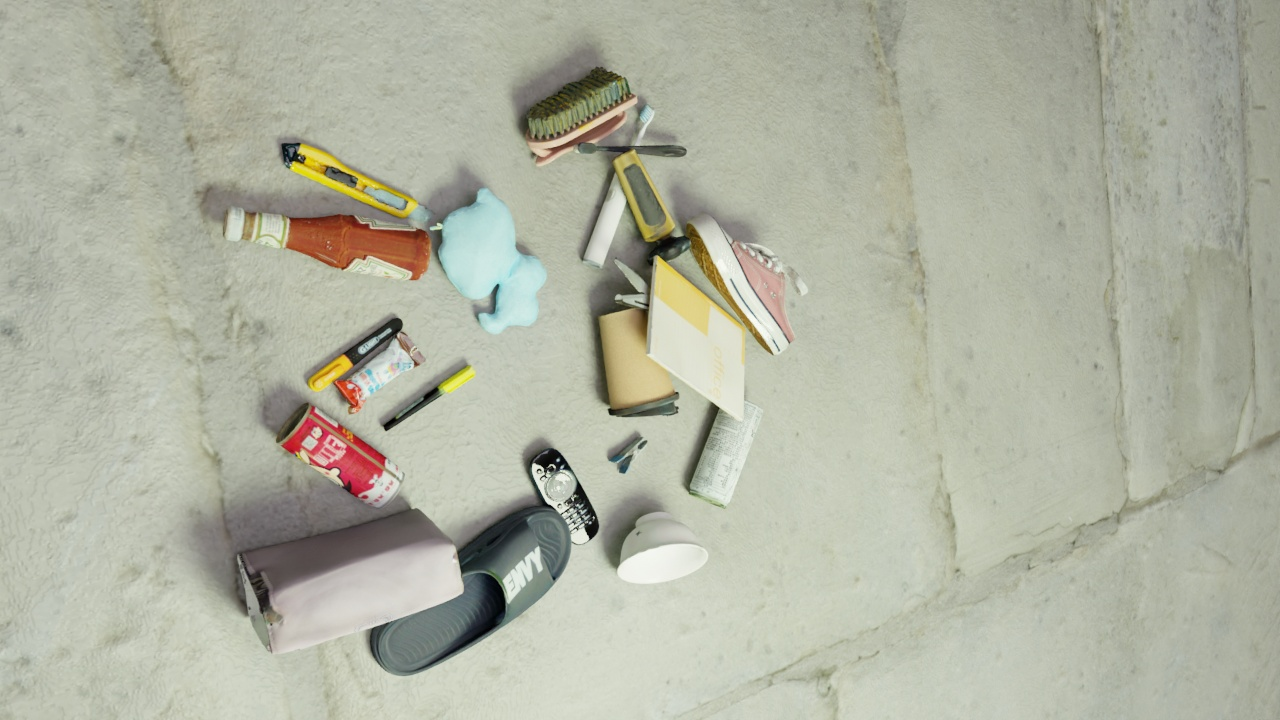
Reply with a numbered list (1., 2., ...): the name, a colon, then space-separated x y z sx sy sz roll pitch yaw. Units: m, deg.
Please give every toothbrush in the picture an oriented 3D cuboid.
1. toothbrush: -0.009 -0.261 1.138 0.180 0.018 0.016 -9 102 -40
2. toothbrush: -0.024 -0.221 1.156 0.026 0.027 0.221 28 79 -46

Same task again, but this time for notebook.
1. notebook: 0.076 -0.025 1.179 0.206 0.010 0.145 35 49 -42

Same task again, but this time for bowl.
1. bowl: 0.023 0.236 1.190 0.118 0.119 0.064 12 49 -31

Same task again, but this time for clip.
1. clip: -0.012 0.121 1.193 0.058 0.027 0.044 -47 107 -23

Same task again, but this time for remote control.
1. remote control: -0.097 0.169 1.144 0.053 0.024 0.136 -33 109 -18

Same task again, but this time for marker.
1. marker: -0.241 0.044 1.052 0.124 0.018 0.015 -37 106 -23
2. marker: -0.311 -0.007 1.008 0.123 0.015 0.018 -41 117 -24

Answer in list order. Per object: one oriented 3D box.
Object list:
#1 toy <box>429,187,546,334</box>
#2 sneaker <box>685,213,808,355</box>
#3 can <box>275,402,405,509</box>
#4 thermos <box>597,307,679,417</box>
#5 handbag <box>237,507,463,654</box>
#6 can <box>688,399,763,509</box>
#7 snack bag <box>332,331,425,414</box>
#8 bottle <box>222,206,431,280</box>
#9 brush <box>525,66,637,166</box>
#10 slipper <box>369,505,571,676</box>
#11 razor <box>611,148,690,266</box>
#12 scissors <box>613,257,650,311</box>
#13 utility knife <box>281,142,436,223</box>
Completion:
1. toy: -0.174 -0.114 1.063 0.156 0.050 0.161 12 95 -38
2. sneaker: 0.148 -0.113 1.223 0.088 0.118 0.241 -41 120 -3
3. can: -0.321 0.105 0.989 0.132 0.053 0.053 43 73 -26
4. thermos: -0.007 0.007 1.153 0.092 0.093 0.143 -15 93 -29
5. handbag: -0.301 0.232 0.958 0.196 0.145 0.098 -12 97 -29
6. can: 0.116 0.123 1.248 0.058 0.058 0.146 26 80 -30
7. snack bag: -0.290 0.014 1.016 0.105 0.026 0.045 -42 110 -24
8. bottle: -0.326 -0.126 0.966 0.205 0.060 0.060 7 90 -31
9. brush: -0.076 -0.290 1.104 0.145 0.063 0.073 -37 141 -22
10. slipper: -0.182 0.278 1.067 0.267 0.083 0.111 -33 109 -21
11. razor: 0.011 -0.189 1.142 0.062 0.067 0.167 -28 126 1
12. scissors: 0.038 -0.058 1.164 0.224 0.015 0.188 62 36 -17
13. utility knife: -0.304 -0.191 0.998 0.177 0.015 0.033 22 85 -30
